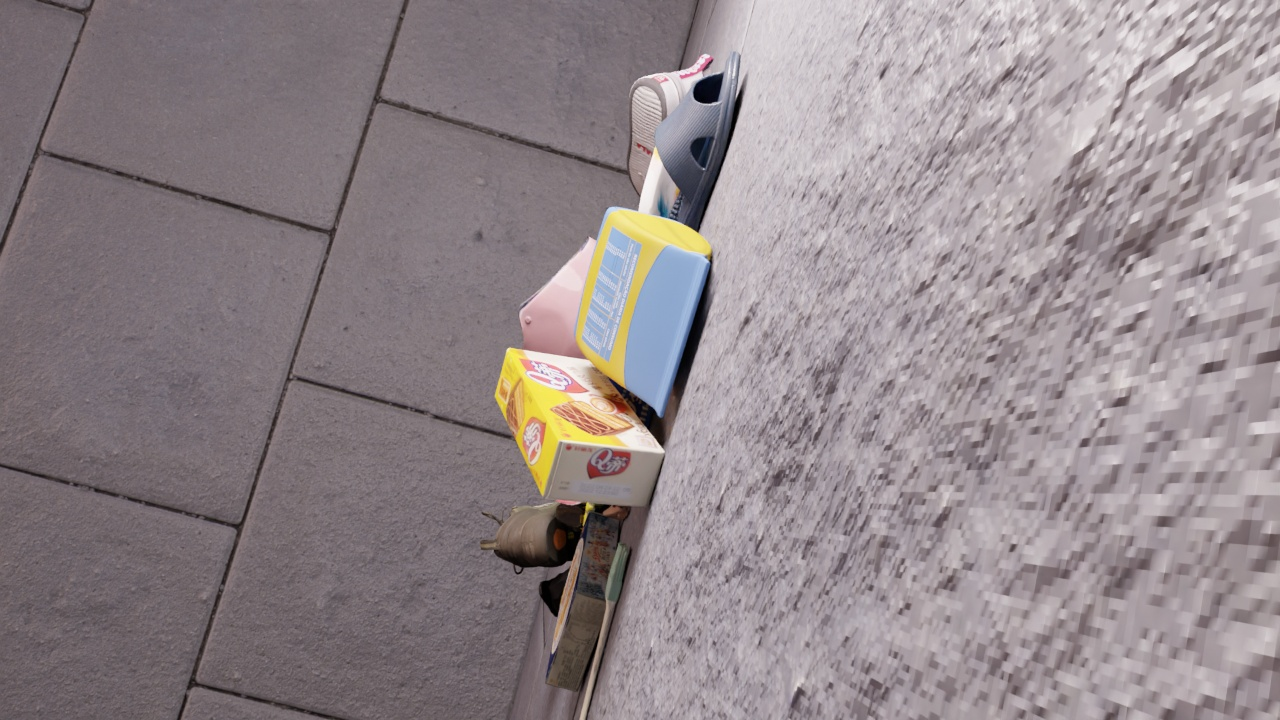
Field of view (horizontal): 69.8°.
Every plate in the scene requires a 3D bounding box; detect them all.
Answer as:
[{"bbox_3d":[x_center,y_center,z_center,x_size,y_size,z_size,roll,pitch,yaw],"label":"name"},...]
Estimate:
[{"bbox_3d":[0.036,-0.198,1.207,0.187,0.016,0.186,72,-151,-58],"label":"plate"}]

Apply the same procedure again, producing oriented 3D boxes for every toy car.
[{"bbox_3d":[-0.048,0.172,1.139,0.106,0.030,0.049,-53,-22,-56],"label":"toy car"}]

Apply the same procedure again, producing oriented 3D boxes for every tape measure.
[{"bbox_3d":[-0.070,0.209,1.216,0.066,0.064,0.037,0,81,52],"label":"tape measure"}]

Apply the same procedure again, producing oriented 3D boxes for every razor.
[{"bbox_3d":[-0.088,0.296,1.236,0.157,0.060,0.057,-42,39,45],"label":"razor"}]

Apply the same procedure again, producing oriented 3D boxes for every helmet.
[{"bbox_3d":[-0.065,-0.041,1.341,0.229,0.152,0.256,-50,-19,-41],"label":"helmet"}]

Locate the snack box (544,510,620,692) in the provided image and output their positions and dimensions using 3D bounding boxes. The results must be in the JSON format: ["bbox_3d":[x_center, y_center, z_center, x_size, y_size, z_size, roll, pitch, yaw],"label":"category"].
[{"bbox_3d":[-0.065,0.274,1.052,0.144,0.042,0.145,-84,11,-62],"label":"snack box"}]

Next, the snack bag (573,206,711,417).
[{"bbox_3d":[0.013,-0.053,0.917,0.205,0.102,0.159,-126,49,-63],"label":"snack bag"}]

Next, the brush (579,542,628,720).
[{"bbox_3d":[-0.042,0.290,0.916,0.033,0.012,0.217,173,110,-85],"label":"brush"}]

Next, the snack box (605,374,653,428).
[{"bbox_3d":[-0.009,-0.004,1.118,0.155,0.069,0.202,170,115,-87],"label":"snack box"}]

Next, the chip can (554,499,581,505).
[{"bbox_3d":[-0.082,0.157,1.277,0.233,0.073,0.073,53,-128,-84],"label":"chip can"}]

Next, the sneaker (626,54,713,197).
[{"bbox_3d":[0.054,-0.313,1.318,0.128,0.097,0.264,-38,-30,-24],"label":"sneaker"}]

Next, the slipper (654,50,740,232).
[{"bbox_3d":[0.051,-0.237,1.081,0.101,0.082,0.264,-82,8,-52],"label":"slipper"}]

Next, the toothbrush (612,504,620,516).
[{"bbox_3d":[-0.033,0.189,1.126,0.018,0.016,0.181,-66,-8,-78],"label":"toothbrush"}]

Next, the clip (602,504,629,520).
[{"bbox_3d":[-0.023,0.162,1.050,0.060,0.024,0.039,139,145,-65],"label":"clip"}]

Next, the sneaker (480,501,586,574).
[{"bbox_3d":[-0.154,0.255,1.328,0.237,0.143,0.101,6,-103,-74],"label":"sneaker"}]

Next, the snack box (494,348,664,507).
[{"bbox_3d":[-0.070,0.063,0.934,0.230,0.110,0.062,-131,54,-60],"label":"snack box"}]
